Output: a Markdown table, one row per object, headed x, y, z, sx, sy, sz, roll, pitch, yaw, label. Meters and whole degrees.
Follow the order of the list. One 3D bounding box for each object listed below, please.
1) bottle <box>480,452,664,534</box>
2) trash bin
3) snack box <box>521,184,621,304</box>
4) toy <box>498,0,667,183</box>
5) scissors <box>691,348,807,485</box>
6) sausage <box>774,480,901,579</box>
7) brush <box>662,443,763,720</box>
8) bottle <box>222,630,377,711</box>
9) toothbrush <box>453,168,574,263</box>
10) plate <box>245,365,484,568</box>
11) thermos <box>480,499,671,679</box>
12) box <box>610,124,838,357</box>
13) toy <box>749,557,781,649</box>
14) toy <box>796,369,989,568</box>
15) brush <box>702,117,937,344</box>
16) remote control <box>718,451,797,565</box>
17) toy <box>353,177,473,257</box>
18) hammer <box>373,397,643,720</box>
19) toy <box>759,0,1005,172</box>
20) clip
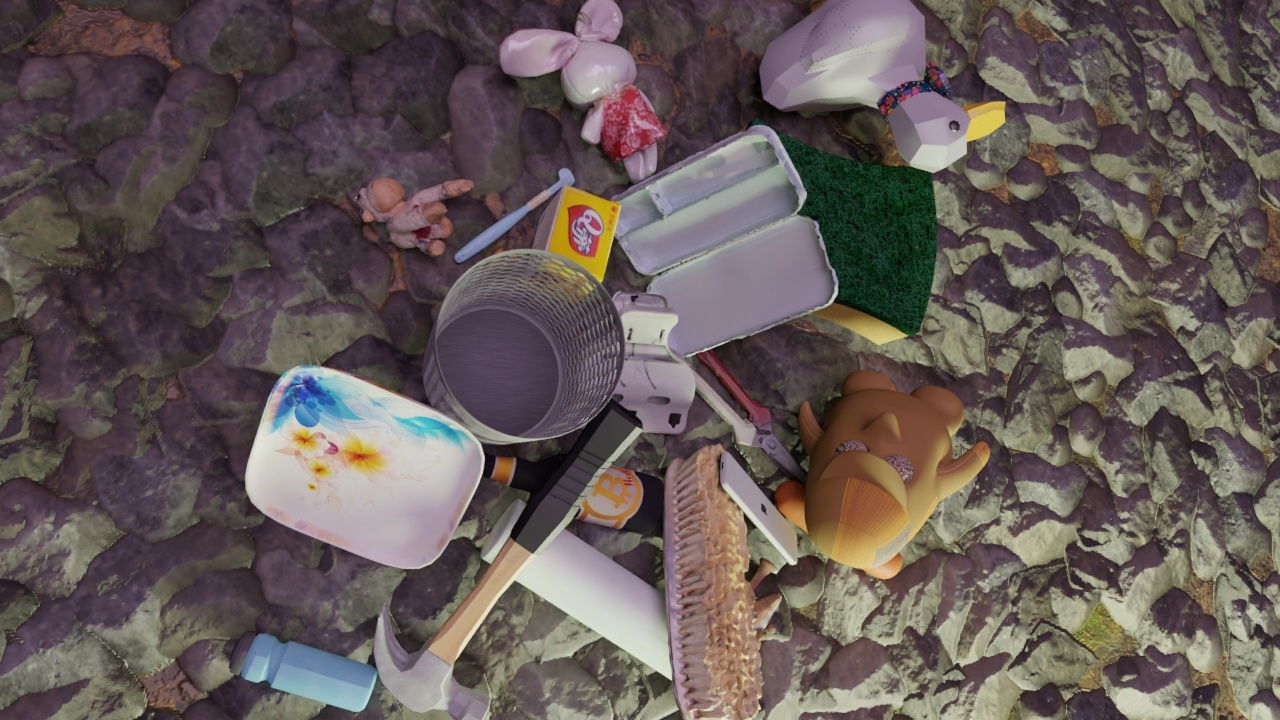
| x | y | z | sx | sy | sz | roll | pitch | yaw | label |
| --- | --- | --- | --- | --- | --- | --- | --- | --- | --- |
| -0.070 | 0.121 | 0.889 | 0.181 | 0.059 | 0.059 | 16 | 77 | -15 | bottle |
| -0.116 | -0.001 | 0.827 | 0.156 | 0.184 | 0.156 | 3 | 80 | -18 | trash bin |
| -0.069 | -0.111 | 0.901 | 0.061 | 0.106 | 0.083 | 17 | 76 | -15 | snack box |
| -0.038 | -0.278 | 0.952 | 0.158 | 0.084 | 0.194 | -40 | 101 | -28 | toy |
| 0.121 | 0.062 | 0.986 | 0.187 | 0.015 | 0.146 | 15 | 76 | -17 | scissors |
| 0.212 | 0.183 | 0.981 | 0.164 | 0.044 | 0.039 | 35 | 107 | -10 | sausage |
| 0.065 | 0.208 | 0.870 | 0.083 | 0.057 | 0.270 | 33 | 43 | -39 | brush |
| -0.298 | 0.269 | 0.800 | 0.130 | 0.040 | 0.040 | 23 | 75 | -14 | bottle |
| -0.128 | -0.147 | 0.936 | 0.154 | 0.016 | 0.022 | -41 | 128 | -19 | toothbrush |
| -0.239 | 0.094 | 0.798 | 0.187 | 0.187 | 0.016 | 25 | 30 | -10 | plate |
| -0.042 | 0.221 | 0.879 | 0.230 | 0.068 | 0.067 | 36 | 72 | -11 | thermos |
| 0.078 | -0.112 | 0.908 | 0.192 | 0.210 | 0.061 | 61 | 37 | -9 | box |
| 0.116 | 0.259 | 0.940 | 0.055 | 0.041 | 0.101 | 37 | 79 | 13 | toy |
| 0.232 | 0.112 | 0.916 | 0.199 | 0.163 | 0.202 | 15 | 44 | 23 | toy |
| 0.198 | -0.137 | 1.009 | 0.250 | 0.075 | 0.195 | 11 | 78 | -17 | brush |
| 0.121 | 0.152 | 0.936 | 0.146 | 0.008 | 0.045 | 50 | 30 | -29 | remote control |
| -0.223 | -0.149 | 0.882 | 0.106 | 0.074 | 0.085 | 16 | 43 | 5 | toy |
| -0.112 | 0.173 | 0.812 | 0.131 | 0.039 | 0.328 | 36 | 96 | -9 | hammer |
| 0.253 | -0.317 | 1.007 | 0.246 | 0.141 | 0.267 | -11 | 69 | -5 | toy |
| -0.005 | 0.005 | 0.923 | 0.124 | 0.074 | 0.144 | 3 | 106 | -15 | clip |
